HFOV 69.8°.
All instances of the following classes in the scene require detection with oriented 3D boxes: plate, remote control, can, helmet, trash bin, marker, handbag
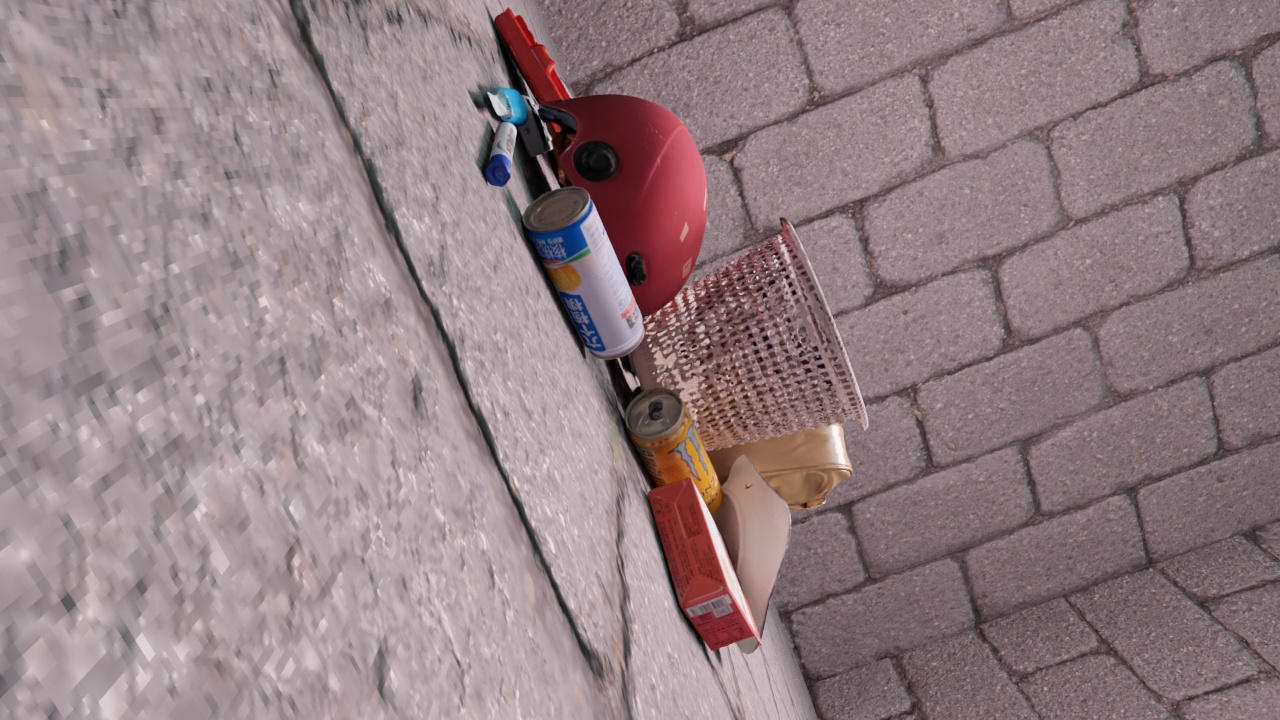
[{"bbox_3d":[0.091,0.188,0.913,0.164,0.034,0.164,-128,-131,-67],"label":"plate"},{"bbox_3d":[-0.108,-0.238,0.932,0.150,0.021,0.058,-99,167,-75],"label":"remote control"},{"bbox_3d":[0.033,0.091,0.857,0.058,0.058,0.146,-107,174,-45],"label":"can"},{"bbox_3d":[-0.003,-0.145,0.876,0.207,0.144,0.239,79,-2,-60],"label":"helmet"},{"bbox_3d":[-0.040,-0.064,0.706,0.053,0.053,0.135,-106,174,-50],"label":"can"},{"bbox_3d":[0.099,-0.004,0.927,0.227,0.192,0.227,-21,89,-82],"label":"trash bin"},{"bbox_3d":[-0.097,-0.148,0.645,0.145,0.017,0.017,-103,171,-64],"label":"marker"},{"bbox_3d":[0.135,0.131,1.056,0.148,0.204,0.099,93,-8,-68],"label":"handbag"}]

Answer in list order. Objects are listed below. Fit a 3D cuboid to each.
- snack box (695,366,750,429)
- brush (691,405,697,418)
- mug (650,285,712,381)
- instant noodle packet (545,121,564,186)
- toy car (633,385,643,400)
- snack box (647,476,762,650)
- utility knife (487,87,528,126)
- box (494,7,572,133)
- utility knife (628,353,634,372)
[{"bbox_3d":[0.089,0.085,1.254,0.053,0.113,0.125,65,6,-54],"label":"snack box"},{"bbox_3d":[0.039,0.031,1.228,0.073,0.063,0.145,41,27,-59],"label":"brush"},{"bbox_3d":[0.029,-0.042,1.116,0.124,0.084,0.103,38,32,-35],"label":"mug"},{"bbox_3d":[-0.083,-0.244,1.147,0.111,0.044,0.128,61,6,-50],"label":"instant noodle packet"},{"bbox_3d":[0.028,0.061,1.049,0.158,0.042,0.070,19,48,-68],"label":"toy car"},{"bbox_3d":[0.055,0.182,0.795,0.127,0.044,0.113,63,7,-49],"label":"snack box"},{"bbox_3d":[-0.111,-0.211,0.757,0.208,0.018,0.034,-101,171,-76],"label":"utility knife"},{"bbox_3d":[-0.094,-0.298,1.061,0.201,0.050,0.160,61,8,27],"label":"box"},{"bbox_3d":[-0.007,0.006,1.104,0.178,0.013,0.029,66,3,-85],"label":"utility knife"}]
